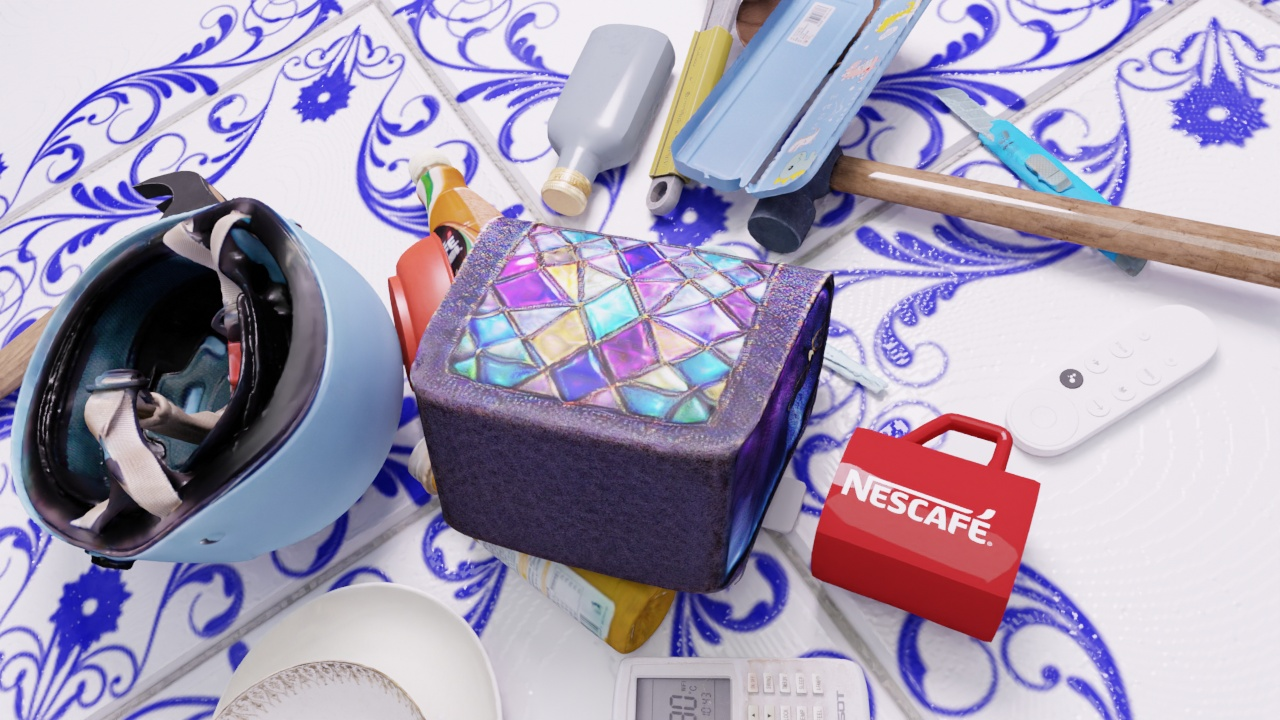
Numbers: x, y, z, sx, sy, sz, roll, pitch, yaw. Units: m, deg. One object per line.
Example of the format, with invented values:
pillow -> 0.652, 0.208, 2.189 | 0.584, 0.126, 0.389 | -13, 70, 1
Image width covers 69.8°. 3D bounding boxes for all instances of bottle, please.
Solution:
bottle -> -0.031, -0.185, 0.706 | 0.072, 0.046, 0.161 | 13, 66, 20
bottle -> -0.065, 0.102, 0.557 | 0.186, 0.053, 0.053 | 30, 73, 27
bottle -> -0.128, -0.095, 0.674 | 0.059, 0.059, 0.167 | -31, 60, -4

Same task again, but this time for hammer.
hammer -> 0.239, -0.098, 0.586 | 0.322, 0.040, 0.129 | 18, 67, 25
hammer -> -0.456, -0.034, 0.729 | 0.305, 0.040, 0.132 | -41, 48, -4

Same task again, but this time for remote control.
remote control -> 0.036, 0.074, 0.569 | 0.131, 0.012, 0.033 | 14, 64, 21
remote control -> 0.277, 0.011, 0.541 | 0.136, 0.013, 0.043 | -31, 59, -3
remote control -> 0.052, 0.192, 0.494 | 0.138, 0.025, 0.060 | -4, 62, 12

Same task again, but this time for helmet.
helmet -> -0.265, 0.025, 0.581 | 0.266, 0.167, 0.225 | 1, 69, 25

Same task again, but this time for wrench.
wrench -> 0.049, -0.233, 0.704 | 0.084, 0.018, 0.273 | 2, 69, 49

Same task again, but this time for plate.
plate -> -0.161, 0.222, 0.527 | 0.182, 0.034, 0.182 | -6, 61, 11

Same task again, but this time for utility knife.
utility knife -> 0.267, -0.129, 0.620 | 0.031, 0.015, 0.198 | -31, 58, -7

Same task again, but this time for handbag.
handbag -> -0.003, 0.003, 0.534 | 0.205, 0.126, 0.221 | 11, 43, 13

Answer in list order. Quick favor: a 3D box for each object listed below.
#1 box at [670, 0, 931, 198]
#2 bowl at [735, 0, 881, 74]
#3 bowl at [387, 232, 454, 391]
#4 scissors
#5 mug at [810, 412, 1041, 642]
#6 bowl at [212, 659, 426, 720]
box -> 0.119, -0.197, 0.643 | 0.127, 0.039, 0.209 | 21, 69, 40
bowl -> 0.135, -0.258, 0.711 | 0.119, 0.032, 0.119 | -6, 61, 11
bowl -> -0.139, -0.020, 0.599 | 0.035, 0.122, 0.122 | -13, 58, -18
scissors -> 0.089, -0.023, 0.610 | 0.174, 0.033, 0.065 | 31, 70, 30
mug -> 0.158, 0.079, 0.498 | 0.097, 0.080, 0.116 | 17, 61, 22
bowl -> -0.158, 0.230, 0.464 | 0.145, 0.063, 0.145 | -6, 62, 11
